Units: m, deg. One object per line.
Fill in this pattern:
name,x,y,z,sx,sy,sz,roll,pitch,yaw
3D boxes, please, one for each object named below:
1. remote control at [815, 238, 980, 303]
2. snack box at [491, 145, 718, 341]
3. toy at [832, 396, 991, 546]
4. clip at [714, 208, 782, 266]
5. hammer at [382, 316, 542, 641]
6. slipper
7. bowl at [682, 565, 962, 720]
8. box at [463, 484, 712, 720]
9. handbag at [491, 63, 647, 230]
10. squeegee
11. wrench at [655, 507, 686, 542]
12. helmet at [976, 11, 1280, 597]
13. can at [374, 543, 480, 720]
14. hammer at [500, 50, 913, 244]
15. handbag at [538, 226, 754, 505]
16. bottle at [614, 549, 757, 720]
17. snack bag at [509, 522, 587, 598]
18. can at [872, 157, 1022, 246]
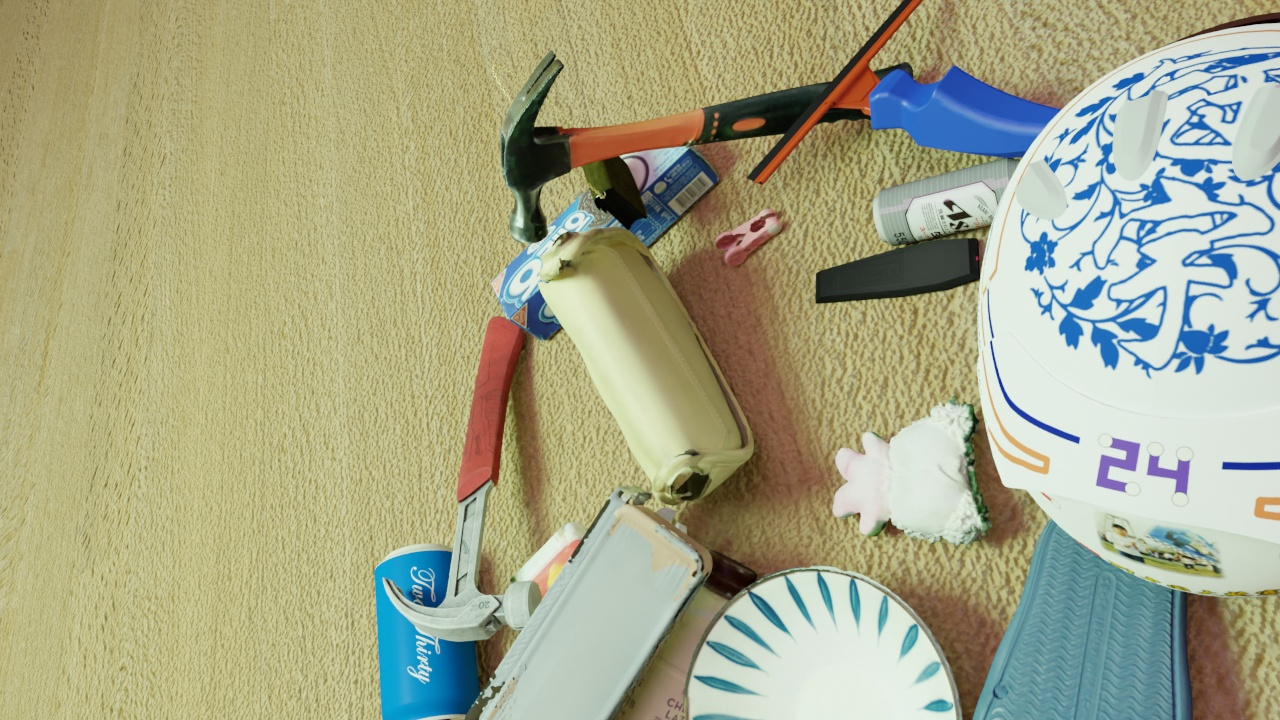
remote control,0.189,-0.066,0.690,0.125,0.010,0.039,-9,65,32
snack box,-0.035,-0.117,0.837,0.227,0.059,0.059,-42,49,13
toy,0.180,0.079,0.616,0.109,0.041,0.095,-13,62,37
clip,0.090,-0.108,0.773,0.058,0.022,0.037,-32,52,13
hammer,-0.140,0.086,0.794,0.126,0.036,0.315,-8,50,11
slipper,0.252,0.180,0.512,0.104,0.059,0.213,12,63,30
bowl,0.119,0.223,0.574,0.178,0.071,0.177,-15,62,29
box,-0.036,0.200,0.642,0.105,0.096,0.216,33,92,26
handbag,-0.059,-0.172,0.725,0.027,0.178,0.084,-32,55,19
squeegee,0.220,-0.174,0.642,0.185,0.055,0.248,20,58,34
wrench,-0.021,0.233,0.644,0.047,0.009,0.273,-9,56,57
helmet,0.291,-0.045,0.448,0.231,0.236,0.314,10,78,42
can,-0.180,0.234,0.771,0.079,0.079,0.146,-27,57,23
hammer,0.058,-0.180,0.693,0.332,0.133,0.033,-13,39,-15
handbag,-0.004,0.004,0.696,0.089,0.190,0.232,-34,74,13
bottle,0.030,0.215,0.648,0.056,0.056,0.162,23,84,39
snack bag,-0.049,0.194,0.726,0.077,0.036,0.116,-46,52,9
can,0.226,-0.114,0.664,0.107,0.044,0.044,-11,64,31
